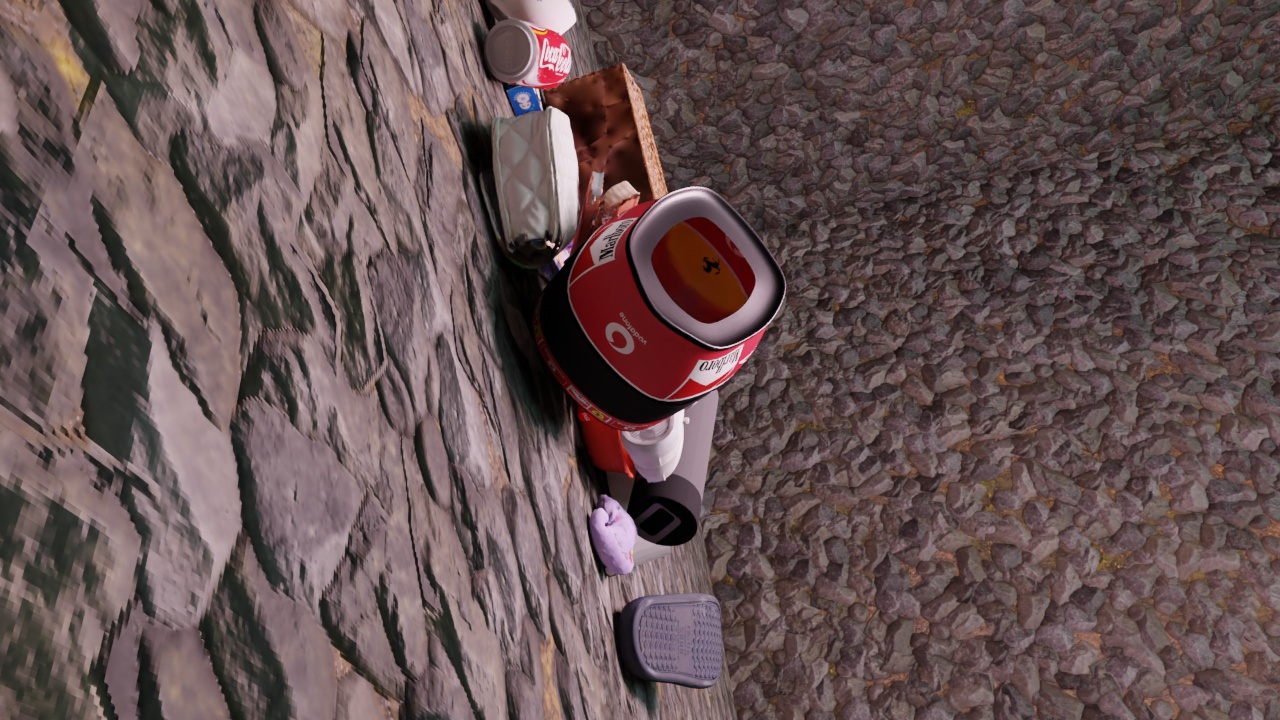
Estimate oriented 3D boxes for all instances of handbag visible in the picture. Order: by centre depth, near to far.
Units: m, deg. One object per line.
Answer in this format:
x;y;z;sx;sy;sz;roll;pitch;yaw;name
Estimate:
-0.100;-0.163;0.869;0.194;0.072;0.139;-82;168;-79;handbag

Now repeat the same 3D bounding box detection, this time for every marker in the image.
-0.024;0.228;1.042;0.124;0.017;0.021;19;58;-83;marker

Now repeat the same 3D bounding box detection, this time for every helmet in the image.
0.005;-0.041;0.900;0.197;0.225;0.270;50;39;-2;helmet

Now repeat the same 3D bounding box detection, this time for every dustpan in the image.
-0.023;0.164;1.250;0.257;0.053;0.192;-118;-168;-62;dustpan

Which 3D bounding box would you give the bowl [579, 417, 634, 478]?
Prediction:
-0.042;0.076;1.062;0.130;0.045;0.130;-11;88;-86;bowl

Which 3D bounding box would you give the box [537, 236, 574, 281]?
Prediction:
-0.099;-0.160;1.095;0.230;0.035;0.159;43;34;-80;box

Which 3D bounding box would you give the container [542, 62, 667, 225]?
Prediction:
-0.040;-0.245;1.114;0.112;0.114;0.198;17;59;-79;container

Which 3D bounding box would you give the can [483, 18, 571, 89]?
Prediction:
-0.118;-0.326;0.982;0.104;0.064;0.064;-32;110;-68;can

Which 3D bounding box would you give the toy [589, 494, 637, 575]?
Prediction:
-0.030;0.182;0.986;0.080;0.036;0.099;58;12;-20;toy

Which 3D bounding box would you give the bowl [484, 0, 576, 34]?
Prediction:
-0.132;-0.404;1.032;0.113;0.063;0.113;44;-2;2;bowl

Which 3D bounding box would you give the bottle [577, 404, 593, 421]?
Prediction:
-0.064;0.017;1.019;0.036;0.036;0.118;72;7;-47;bottle

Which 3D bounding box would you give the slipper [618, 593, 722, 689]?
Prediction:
0.024;0.330;1.077;0.268;0.083;0.110;31;53;-59;slipper

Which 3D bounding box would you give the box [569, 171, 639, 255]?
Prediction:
-0.058;-0.132;0.995;0.064;0.056;0.189;40;-35;9;box

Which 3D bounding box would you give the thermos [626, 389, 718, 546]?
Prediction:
0.043;0.115;1.123;0.239;0.082;0.082;-74;153;-54;thermos

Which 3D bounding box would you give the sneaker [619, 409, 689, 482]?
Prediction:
0.013;0.036;1.067;0.241;0.089;0.091;-89;171;-45;sneaker

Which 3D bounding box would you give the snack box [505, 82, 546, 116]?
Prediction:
-0.129;-0.305;1.119;0.154;0.033;0.087;70;9;-58;snack box
